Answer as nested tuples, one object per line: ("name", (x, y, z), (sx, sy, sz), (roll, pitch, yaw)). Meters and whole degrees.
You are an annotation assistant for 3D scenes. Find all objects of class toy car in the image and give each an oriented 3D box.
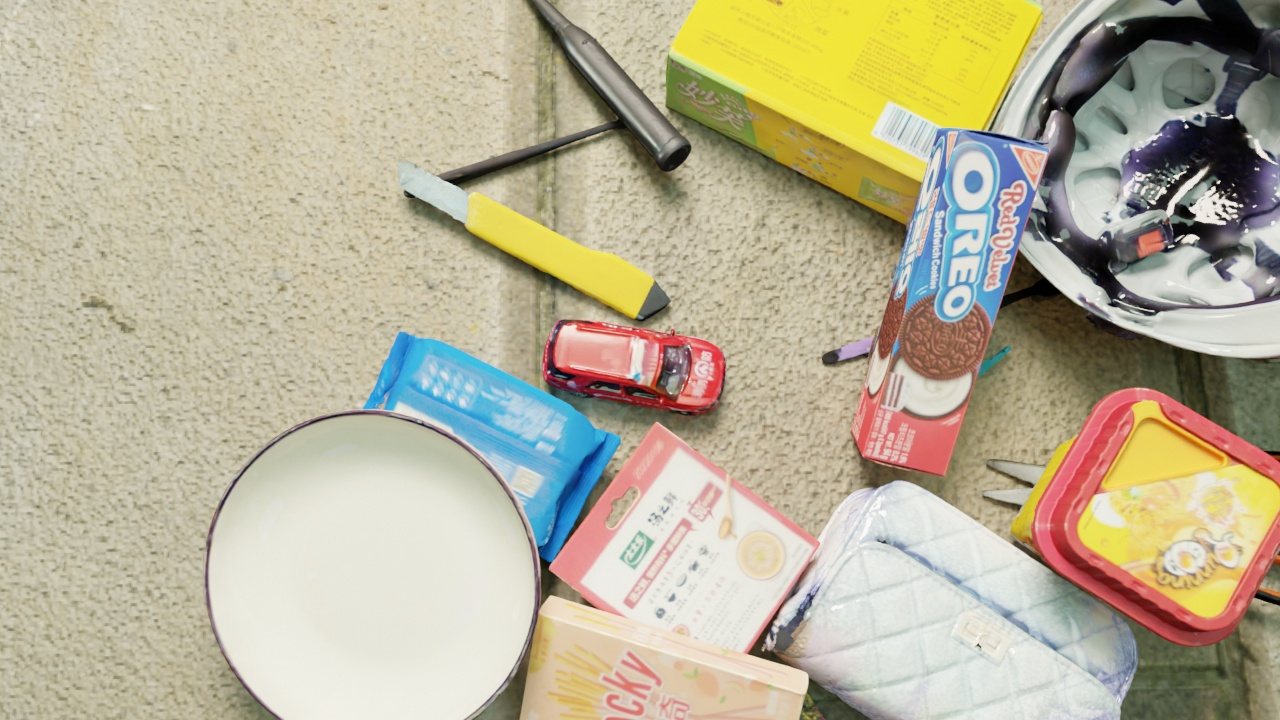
("toy car", (-0.003, 0.003, 0.595), (0.120, 0.045, 0.053), (9, 79, -4))
("toy car", (0.102, 0.245, 0.555), (0.049, 0.031, 0.106), (-37, 78, -9))

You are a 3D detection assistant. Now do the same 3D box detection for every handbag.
("handbag", (0.188, 0.169, 0.555), (0.194, 0.076, 0.134), (32, 78, 4))

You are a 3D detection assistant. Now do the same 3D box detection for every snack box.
("snack box", (0.010, 0.198, 0.530), (0.157, 0.026, 0.084), (13, 107, 11))
("snack box", (0.185, -0.037, 0.563), (0.057, 0.058, 0.208), (13, 105, 2))
("snack box", (0.142, -0.209, 0.632), (0.210, 0.070, 0.157), (28, 78, 5))
("snack box", (0.026, 0.122, 0.571), (0.127, 0.044, 0.113), (37, 79, 3))

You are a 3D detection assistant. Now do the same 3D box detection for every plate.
("plate", (-0.149, 0.122, 0.526), (0.192, 0.039, 0.192), (0, 92, 4))

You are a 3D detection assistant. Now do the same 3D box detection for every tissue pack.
("tissue pack", (-0.100, 0.053, 0.574), (0.157, 0.052, 0.095), (25, 80, 2))

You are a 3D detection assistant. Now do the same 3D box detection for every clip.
("clip", (0.226, 0.002, 0.624), (0.040, 0.014, 0.056), (44, 80, 7))

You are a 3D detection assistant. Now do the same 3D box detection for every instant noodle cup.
("instant noodle cup", (0.286, 0.091, 0.537), (0.116, 0.124, 0.116), (32, 83, 9))

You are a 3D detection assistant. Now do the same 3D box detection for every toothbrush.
("toothbrush", (0.213, -0.027, 0.632), (0.189, 0.017, 0.014), (-18, 68, -4))
("toothbrush", (-0.038, -0.215, 0.639), (0.026, 0.027, 0.212), (-30, 72, -27))
("toothbrush", (-0.078, -0.147, 0.637), (0.181, 0.016, 0.018), (-22, 78, -8))

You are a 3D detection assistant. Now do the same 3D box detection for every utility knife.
("utility knife", (-0.074, -0.082, 0.618), (0.207, 0.015, 0.033), (28, 81, -2))

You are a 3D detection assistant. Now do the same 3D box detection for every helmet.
("helmet", (0.359, -0.115, 0.571), (0.259, 0.145, 0.229), (39, 110, 29))

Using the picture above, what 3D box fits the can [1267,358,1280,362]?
("can", (0.443, -0.075, 0.630), (0.058, 0.058, 0.146), (-7, 79, -5))

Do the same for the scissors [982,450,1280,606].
("scissors", (0.346, 0.085, 0.613), (0.234, 0.022, 0.162), (33, 75, 10))
